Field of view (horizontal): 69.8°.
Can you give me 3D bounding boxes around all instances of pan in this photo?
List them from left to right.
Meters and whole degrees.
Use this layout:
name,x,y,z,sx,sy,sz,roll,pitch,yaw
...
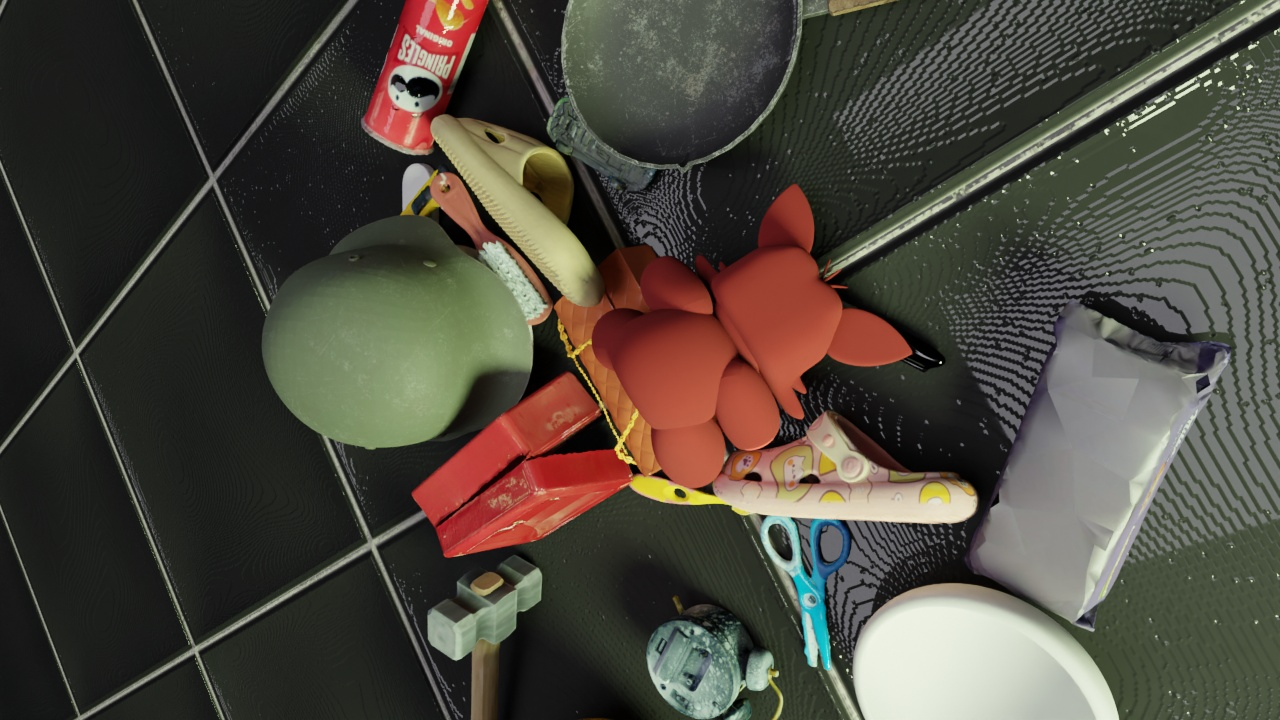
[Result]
name,x,y,z,sx,sy,sz,roll,pitch,yaw
pan,0.100,-0.252,0.671,0.358,0.040,0.207,-3,92,28

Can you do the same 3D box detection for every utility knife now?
name,x,y,z,sx,sy,sz,roll,pitch,yaw
utility knife,-0.232,-0.140,0.925,0.156,0.017,0.030,-41,66,37

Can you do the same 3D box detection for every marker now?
name,x,y,z,sx,sy,sz,roll,pitch,yaw
marker,0.163,-0.027,0.685,0.139,0.016,0.022,30,119,29

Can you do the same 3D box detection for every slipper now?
name,x,y,z,sx,sy,sz,roll,pitch,yaw
slipper,-0.094,-0.146,0.784,0.079,0.111,0.261,-40,54,-2
slipper,0.150,0.079,0.681,0.198,0.093,0.081,-1,79,34

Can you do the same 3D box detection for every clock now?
name,x,y,z,sx,sy,sz,roll,pitch,yaw
clock,0.064,0.266,0.790,0.129,0.052,0.090,35,117,26

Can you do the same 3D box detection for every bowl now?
name,x,y,z,sx,sy,sz,roll,pitch,yaw
bowl,0.243,0.229,0.642,0.177,0.066,0.177,16,117,34

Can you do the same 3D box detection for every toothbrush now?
name,x,y,z,sx,sy,sz,roll,pitch,yaw
toothbrush,0.042,0.117,0.798,0.136,0.016,0.021,7,105,34

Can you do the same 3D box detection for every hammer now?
name,x,y,z,sx,sy,sz,roll,pitch,yaw
hammer,-0.161,0.357,0.948,0.051,0.117,0.323,21,119,30

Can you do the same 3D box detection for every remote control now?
name,x,y,z,sx,sy,sz,roll,pitch,yaw
remote control,-0.225,-0.132,0.939,0.043,0.013,0.136,12,106,33

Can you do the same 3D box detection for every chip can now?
name,x,y,z,sx,sy,sz,roll,pitch,yaw
chip can,-0.184,-0.308,0.840,0.073,0.073,0.233,41,119,22

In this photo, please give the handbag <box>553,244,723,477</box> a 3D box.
name,x,y,z,sx,sy,sz,roll,pitch,yaw
handbag,-0.004,0.004,0.785,0.109,0.060,0.172,-36,78,38

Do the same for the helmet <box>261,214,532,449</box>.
name,x,y,z,sx,sy,sz,roll,pitch,yaw
helmet,-0.237,-0.011,0.831,0.268,0.153,0.227,5,105,21

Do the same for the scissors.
name,x,y,z,sx,sy,sz,roll,pitch,yaw
scissors,0.145,0.188,0.743,0.083,0.015,0.140,-12,90,34

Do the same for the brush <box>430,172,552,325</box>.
name,x,y,z,sx,sy,sz,roll,pitch,yaw
brush,-0.143,-0.106,0.854,0.041,0.030,0.172,-37,87,3

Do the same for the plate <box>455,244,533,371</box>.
name,x,y,z,sx,sy,sz,roll,pitch,yaw
plate,-0.189,-0.022,0.913,0.183,0.034,0.182,8,107,29

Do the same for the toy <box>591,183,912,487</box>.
name,x,y,z,sx,sy,sz,roll,pitch,yaw
toy,0.071,-0.015,0.676,0.197,0.120,0.158,-32,73,4

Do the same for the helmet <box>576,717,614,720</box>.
name,x,y,z,sx,sy,sz,roll,pitch,yaw
helmet,-0.019,0.427,0.832,0.240,0.139,0.209,30,116,13

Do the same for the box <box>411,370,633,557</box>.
name,x,y,z,sx,sy,sz,roll,pitch,yaw
box,-0.116,0.095,0.835,0.158,0.136,0.122,-35,72,34

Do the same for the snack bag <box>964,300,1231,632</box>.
name,x,y,z,sx,sy,sz,roll,pitch,yaw
snack bag,0.285,0.071,0.592,0.096,0.058,0.206,25,114,30

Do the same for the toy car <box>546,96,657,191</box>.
name,x,y,z,sx,sy,sz,roll,pitch,yaw
toy car,-0.030,-0.184,0.779,0.105,0.032,0.048,34,115,11
